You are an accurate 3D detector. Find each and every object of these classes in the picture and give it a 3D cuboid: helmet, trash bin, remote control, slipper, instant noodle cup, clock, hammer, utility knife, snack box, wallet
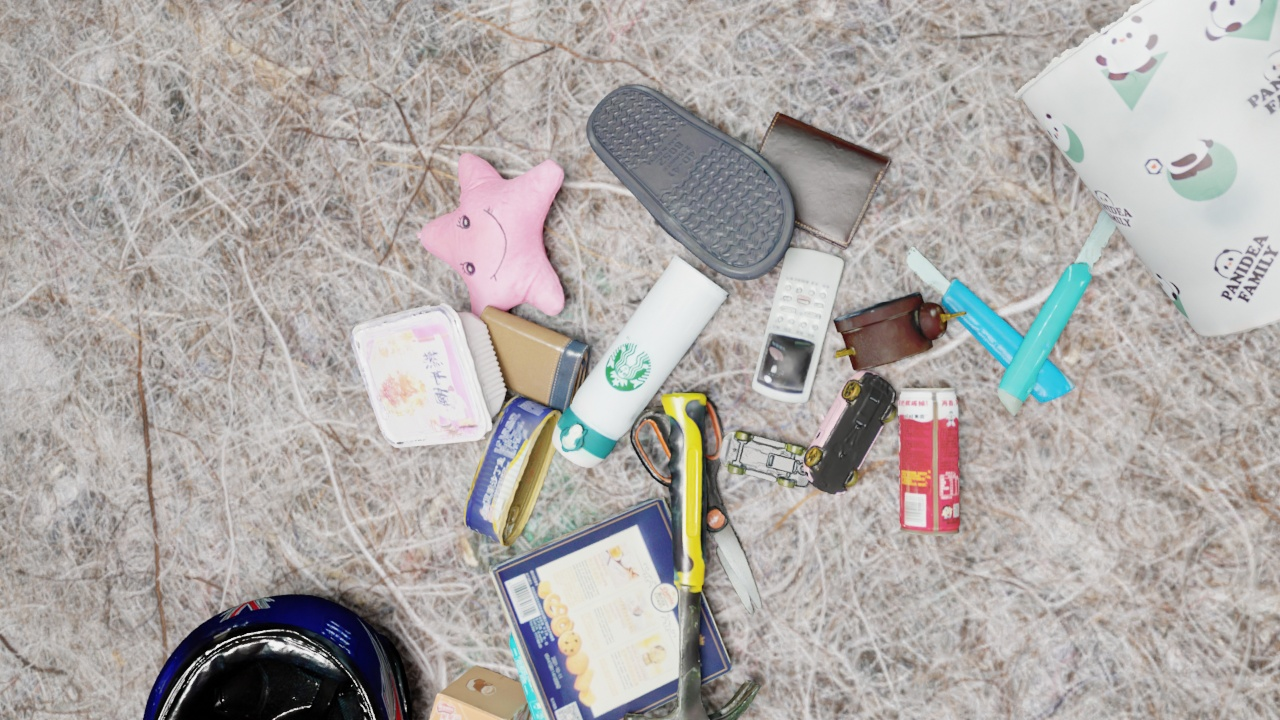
[{"bbox_3d":[-0.341,0.389,0.890,0.247,0.241,0.315,-13,77,-16],"label":"helmet"},{"bbox_3d":[0.466,-0.170,0.724,0.230,0.229,0.252,-30,88,11],"label":"trash bin"},{"bbox_3d":[0.153,-0.034,0.893,0.058,0.021,0.150,14,92,14],"label":"remote control"},{"bbox_3d":[0.053,-0.172,0.899,0.110,0.083,0.268,-44,62,1],"label":"slipper"},{"bbox_3d":[-0.208,0.012,0.929,0.174,0.060,0.138,-9,101,39],"label":"instant noodle cup"},{"bbox_3d":[0.236,-0.030,0.842,0.122,0.082,0.055,-17,89,14],"label":"clock"},{"bbox_3d":[0.048,0.192,0.861,0.126,0.032,0.323,2,83,-13],"label":"hammer"},{"bbox_3d":[0.383,-0.052,0.831,0.029,0.013,0.223,30,88,13],"label":"utility knife"},{"bbox_3d":[-0.165,0.378,0.926,0.077,0.092,0.094,17,93,14],"label":"snack box"},{"bbox_3d":[-0.113,0.000,0.933,0.115,0.033,0.090,21,129,7],"label":"wallet"},{"bbox_3d":[-0.029,0.248,0.882,0.182,0.046,0.178,-20,84,-15],"label":"snack box"},{"bbox_3d":[0.319,-0.035,0.853,0.034,0.018,0.194,-43,80,-1],"label":"utility knife"},{"bbox_3d":[0.167,-0.175,0.894,0.122,0.020,0.096,27,100,12],"label":"wallet"}]

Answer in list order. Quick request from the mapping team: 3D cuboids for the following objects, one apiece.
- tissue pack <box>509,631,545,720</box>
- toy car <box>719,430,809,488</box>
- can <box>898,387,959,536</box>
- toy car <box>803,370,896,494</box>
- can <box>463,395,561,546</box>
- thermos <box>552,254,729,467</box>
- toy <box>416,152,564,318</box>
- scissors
[{"bbox_3d":[-0.073,0.316,0.927,0.093,0.050,0.133,-21,84,13],"label":"tissue pack"},{"bbox_3d":[0.122,0.095,0.890,0.090,0.035,0.042,14,91,10],"label":"toy car"},{"bbox_3d":[0.266,0.091,0.846,0.053,0.053,0.132,-1,89,14],"label":"can"},{"bbox_3d":[0.195,0.067,0.866,0.056,0.037,0.122,30,90,-17],"label":"toy car"},{"bbox_3d":[-0.130,0.112,0.933,0.049,0.074,0.148,21,94,16],"label":"can"},{"bbox_3d":[-0.005,0.005,0.904,0.073,0.073,0.224,38,97,12],"label":"thermos"},{"bbox_3d":[-0.155,-0.114,0.943,0.179,0.074,0.195,7,102,25],"label":"toy"},{"bbox_3d":[0.081,0.136,0.904,0.235,0.022,0.142,45,77,-5],"label":"scissors"}]
